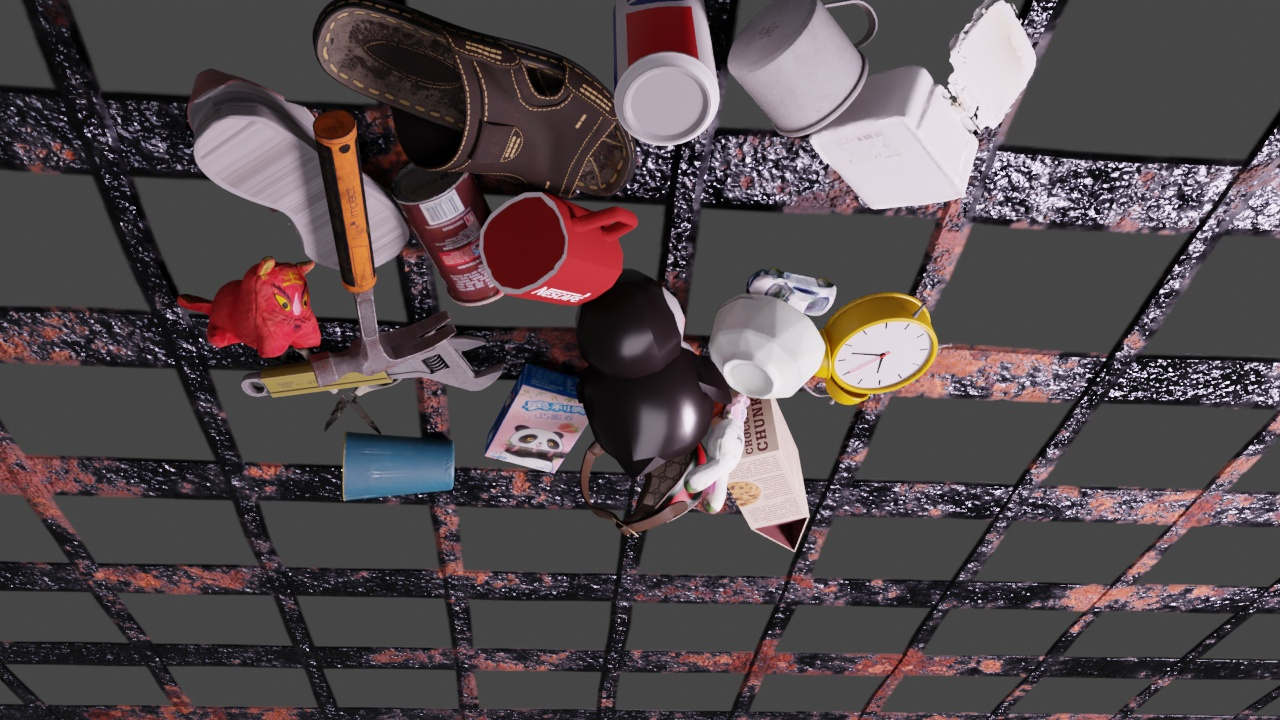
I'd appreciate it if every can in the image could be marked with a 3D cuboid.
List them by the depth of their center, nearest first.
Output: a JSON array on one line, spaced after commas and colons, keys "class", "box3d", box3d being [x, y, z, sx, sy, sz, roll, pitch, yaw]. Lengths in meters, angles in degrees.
[{"class": "can", "box3d": [0.016, -0.216, 0.648, 0.070, 0.131, 0.070, -1, 138, -1]}]

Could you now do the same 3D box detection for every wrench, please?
[{"class": "wrench", "box3d": [-0.280, 0.012, 0.952, 0.273, 0.018, 0.084, -8, 133, 5]}]

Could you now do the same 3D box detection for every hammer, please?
[{"class": "hammer", "box3d": [-0.228, -0.086, 0.779, 0.137, 0.035, 0.315, -18, 153, -21]}]

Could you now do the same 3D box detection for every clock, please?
[{"class": "clock", "box3d": [0.234, -0.008, 0.947, 0.152, 0.052, 0.113, -30, 131, 22]}]

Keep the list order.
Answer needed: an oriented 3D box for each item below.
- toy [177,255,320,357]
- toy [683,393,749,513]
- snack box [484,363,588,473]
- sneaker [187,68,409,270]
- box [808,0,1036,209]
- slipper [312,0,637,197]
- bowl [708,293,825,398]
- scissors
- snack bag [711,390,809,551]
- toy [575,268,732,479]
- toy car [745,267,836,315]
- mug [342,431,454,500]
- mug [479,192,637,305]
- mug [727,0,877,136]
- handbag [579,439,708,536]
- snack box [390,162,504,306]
[{"class": "toy", "box3d": [-0.370, -0.062, 0.870, 0.133, 0.088, 0.094, 10, 107, 14]}, {"class": "toy", "box3d": [0.084, 0.091, 0.928, 0.038, 0.122, 0.079, 16, 163, 25]}, {"class": "snack box", "box3d": [-0.110, 0.067, 1.020, 0.088, 0.033, 0.155, 16, 140, -16]}, {"class": "sneaker", "box3d": [-0.275, -0.157, 0.753, 0.099, 0.089, 0.236, -26, 156, 6]}, {"class": "box", "box3d": [0.233, -0.209, 0.721, 0.107, 0.131, 0.152, 33, 158, -35]}, {"class": "slipper", "box3d": [-0.121, -0.192, 0.711, 0.267, 0.075, 0.113, 20, 134, -23]}, {"class": "bowl", "box3d": [0.117, -0.003, 0.906, 0.117, 0.061, 0.118, 21, 145, 15]}, {"class": "scissors", "box3d": [-0.321, 0.029, 0.994, 0.171, 0.012, 0.157, -32, 129, 29]}, {"class": "snack bag", "box3d": [0.147, 0.131, 1.064, 0.070, 0.094, 0.206, -16, 136, 14]}, {"class": "toy", "box3d": [-0.005, 0.005, 0.875, 0.159, 0.139, 0.184, -1, 126, 23]}, {"class": "toy car", "box3d": [0.148, -0.065, 0.898, 0.089, 0.027, 0.039, 10, 138, -12]}, {"class": "mug", "box3d": [-0.277, 0.120, 1.051, 0.121, 0.078, 0.078, 1, 138, -16]}, {"class": "mug", "box3d": [-0.062, -0.100, 0.783, 0.117, 0.080, 0.096, -27, 167, 23]}, {"class": "mug", "box3d": [0.125, -0.232, 0.684, 0.070, 0.084, 0.113, 39, 90, -33]}, {"class": "handbag", "box3d": [0.000, 0.116, 0.987, 0.138, 0.166, 0.063, -37, 131, 5]}, {"class": "snack box", "box3d": [-0.159, -0.114, 0.800, 0.072, 0.072, 0.121, -12, 136, 10]}]
